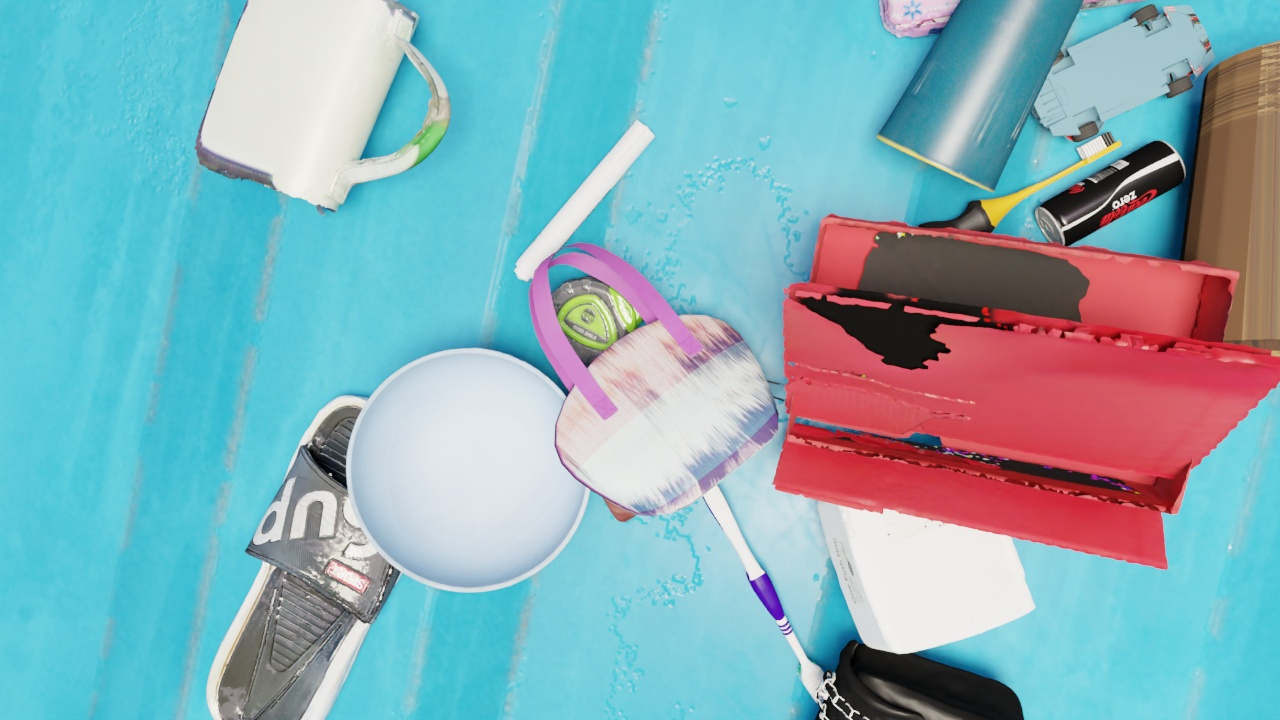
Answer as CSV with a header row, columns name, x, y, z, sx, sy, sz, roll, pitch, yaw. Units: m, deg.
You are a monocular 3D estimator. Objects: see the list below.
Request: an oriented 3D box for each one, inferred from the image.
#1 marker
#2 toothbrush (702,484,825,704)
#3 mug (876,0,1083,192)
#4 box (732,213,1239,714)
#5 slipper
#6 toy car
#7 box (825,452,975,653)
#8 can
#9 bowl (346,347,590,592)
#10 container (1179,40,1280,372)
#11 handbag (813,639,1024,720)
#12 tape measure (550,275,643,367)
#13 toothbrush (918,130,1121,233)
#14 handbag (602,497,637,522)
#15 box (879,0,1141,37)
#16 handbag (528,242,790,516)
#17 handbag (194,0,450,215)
name,x,y,z,sx,sy,sz,roll,pitch,yaw
marker,-0.039,-0.106,0.617,0.017,0.020,0.133,42,96,3
toothbrush,0.079,0.146,0.603,0.015,0.016,0.186,-29,91,-4
mug,0.202,-0.171,0.539,0.078,0.078,0.121,27,109,6
box,0.156,0.123,0.457,0.213,0.128,0.424,11,72,14
slipper,-0.228,0.154,0.631,0.111,0.063,0.264,27,97,6
toy car,0.290,-0.176,0.566,0.108,0.027,0.060,-24,88,3
box,0.169,0.119,0.579,0.102,0.102,0.108,-15,79,-10
can,0.289,-0.102,0.566,0.080,0.031,0.031,-30,87,8
bowl,-0.107,0.069,0.598,0.150,0.075,0.150,0,87,-3
container,0.372,-0.082,0.512,0.132,0.132,0.167,3,86,8
handbag,0.148,0.261,0.548,0.125,0.114,0.154,23,109,12
tape measure,-0.032,-0.026,0.612,0.065,0.035,0.059,29,104,3
toothbrush,0.213,-0.089,0.580,0.197,0.031,0.031,-29,91,4
handbag,0.024,0.057,0.613,0.119,0.029,0.055,-29,93,2
box,0.261,-0.258,0.550,0.230,0.063,0.084,-6,91,8
handbag,-0.003,0.003,0.562,0.144,0.068,0.170,-36,87,-18
handbag,-0.188,-0.167,0.600,0.176,0.074,0.151,22,92,26
